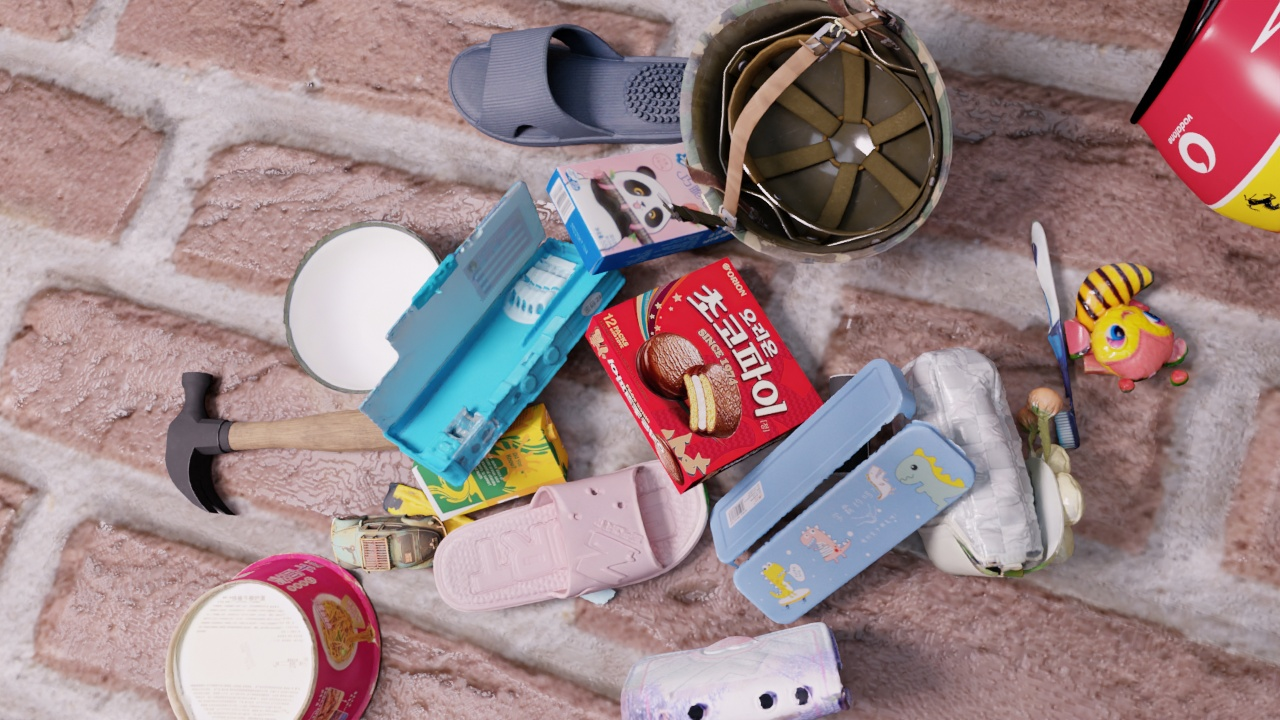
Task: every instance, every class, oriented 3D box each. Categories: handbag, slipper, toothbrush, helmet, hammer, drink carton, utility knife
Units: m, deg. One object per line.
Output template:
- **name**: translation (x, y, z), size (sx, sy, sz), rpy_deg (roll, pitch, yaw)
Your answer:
- **handbag**: translation (0.073, 0.242, 0.682), size (0.159, 0.126, 0.069), rpy_deg (-15, 75, 10)
- **slipper**: translation (-0.058, 0.147, 0.748), size (0.239, 0.064, 0.094), rpy_deg (-17, 75, 2)
- **toothbrush**: translation (0.329, -0.023, 0.735), size (0.017, 0.016, 0.189), rpy_deg (-8, 79, 20)
- **helmet**: translation (0.124, -0.176, 0.688), size (0.224, 0.235, 0.193), rpy_deg (40, 113, 5)
- **helmet**: translation (0.499, -0.215, 0.643), size (0.225, 0.198, 0.270), rpy_deg (28, 78, 15)
- **hammer**: translation (-0.283, 0.070, 0.831), size (0.306, 0.040, 0.132), rpy_deg (-3, 76, 10)
- **handbag**: translation (0.259, 0.072, 0.686), size (0.123, 0.112, 0.171), rpy_deg (-12, 78, -1)
- **slipper**: translation (-0.058, -0.246, 0.817), size (0.264, 0.082, 0.101), rpy_deg (8, 84, 12)
- **drink carton**: translation (-0.123, 0.085, 0.777), size (0.122, 0.041, 0.058), rpy_deg (-18, 118, 8)
- **utility knife**: translation (-0.126, 0.159, 0.795), size (0.228, 0.019, 0.030), rpy_deg (21, 94, 11)

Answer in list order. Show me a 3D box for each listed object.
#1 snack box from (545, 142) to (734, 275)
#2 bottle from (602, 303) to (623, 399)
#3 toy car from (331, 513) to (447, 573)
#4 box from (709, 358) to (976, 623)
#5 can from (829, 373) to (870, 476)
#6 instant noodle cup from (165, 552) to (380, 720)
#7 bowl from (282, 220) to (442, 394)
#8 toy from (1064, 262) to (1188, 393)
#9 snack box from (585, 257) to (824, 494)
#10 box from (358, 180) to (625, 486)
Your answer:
- **snack box**: translation (0.008, -0.130, 0.766), size (0.153, 0.033, 0.088), rpy_deg (-19, 74, -31)
- **bottle**: translation (-0.005, 0.005, 0.780), size (0.047, 0.047, 0.112), rpy_deg (-32, 76, 4)
- **toy car**: translation (-0.223, 0.159, 0.790), size (0.112, 0.047, 0.047), rpy_deg (-4, 95, 14)
- **box**: translation (0.136, 0.102, 0.681), size (0.210, 0.047, 0.122), rpy_deg (-49, 56, 30)
- **can**: translation (0.170, 0.053, 0.744), size (0.031, 0.031, 0.080), rpy_deg (-1, 80, 11)
- **instant noodle cup**: translation (-0.321, 0.255, 0.782), size (0.179, 0.077, 0.178), rpy_deg (-2, 80, 10)
- **bowl**: translation (-0.231, -0.041, 0.819), size (0.153, 0.073, 0.153), rpy_deg (-2, 79, 11)
- **toy**: translation (0.375, -0.024, 0.712), size (0.084, 0.046, 0.103), rpy_deg (-13, 74, 15)
- **snack box**: translation (0.052, 0.009, 0.744), size (0.132, 0.036, 0.152), rpy_deg (-25, 75, -22)
- **box**: translation (-0.130, -0.030, 0.738), size (0.097, 0.117, 0.226), rpy_deg (22, 67, 42)
